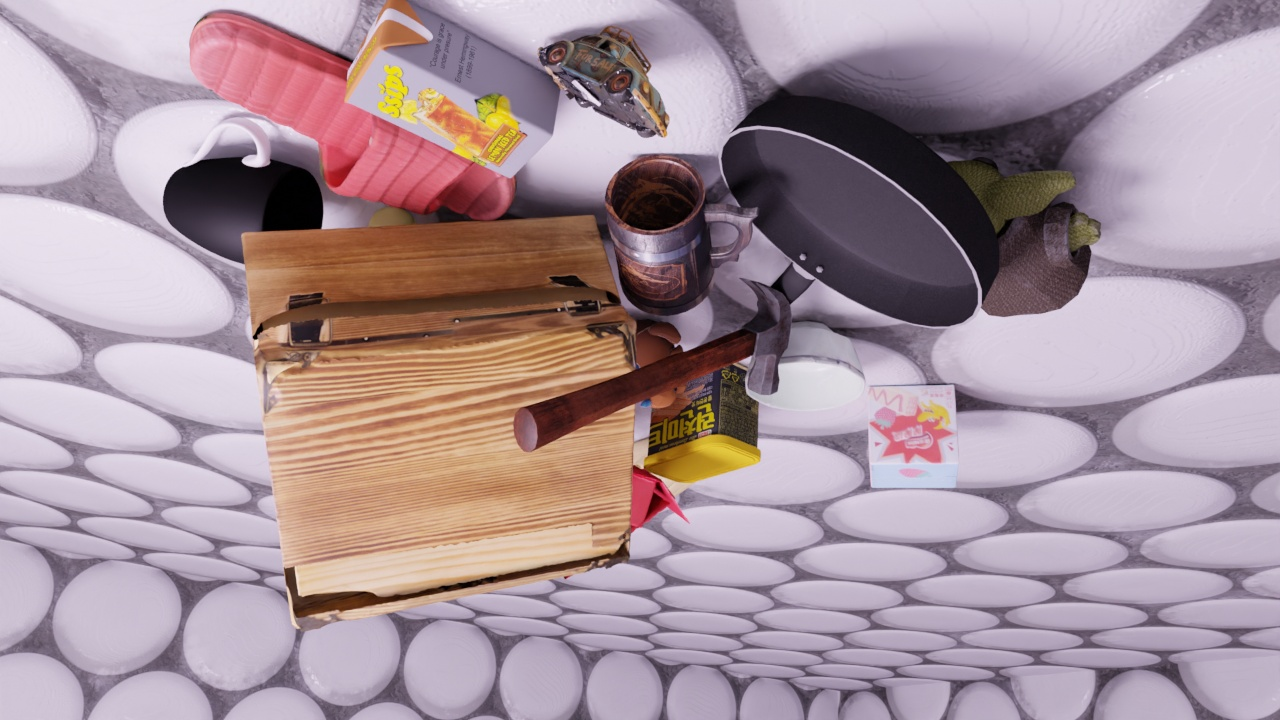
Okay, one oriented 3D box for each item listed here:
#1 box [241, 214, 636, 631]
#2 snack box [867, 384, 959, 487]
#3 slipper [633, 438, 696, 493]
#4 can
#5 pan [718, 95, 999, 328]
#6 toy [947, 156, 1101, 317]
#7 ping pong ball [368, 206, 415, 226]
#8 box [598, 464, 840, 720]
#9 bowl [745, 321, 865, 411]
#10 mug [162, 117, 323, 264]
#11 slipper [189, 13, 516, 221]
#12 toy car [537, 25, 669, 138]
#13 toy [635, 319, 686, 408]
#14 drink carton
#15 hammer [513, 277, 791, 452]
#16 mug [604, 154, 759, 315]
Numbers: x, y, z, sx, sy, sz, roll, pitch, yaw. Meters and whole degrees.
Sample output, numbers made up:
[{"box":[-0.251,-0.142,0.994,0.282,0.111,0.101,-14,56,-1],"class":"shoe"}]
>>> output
[{"box":[-0.152,0.044,0.729,0.278,0.263,0.270,-5,150,-20],"class":"box"},{"box":[0.299,0.084,1.009,0.093,0.094,0.079,-1,153,15],"class":"snack box"},{"box":[0.001,0.168,1.262,0.111,0.079,0.262,22,150,-37],"class":"slipper"},{"box":[0.069,0.068,1.014,0.072,0.100,0.131,24,149,-33],"class":"can"},{"box":[0.141,-0.087,0.696,0.204,0.044,0.356,37,171,2],"class":"pan"},{"box":[0.259,-0.092,0.677,0.152,0.078,0.180,29,159,-31],"class":"toy"},{"box":[-0.209,-0.110,0.775,0.040,0.040,0.040,4,154,2],"class":"ping pong ball"},{"box":[0.045,0.231,1.031,0.467,0.138,0.215,38,173,-12],"class":"box"},{"box":[0.162,0.000,0.904,0.117,0.061,0.118,5,155,2],"class":"bowl"},{"box":[-0.318,-0.134,0.720,0.100,0.084,0.119,12,126,11],"class":"mug"},{"box":[-0.200,-0.157,0.660,0.248,0.059,0.104,24,149,-31],"class":"slipper"},{"box":[-0.017,-0.180,0.577,0.112,0.047,0.047,37,178,37],"class":"toy car"},{"box":[-0.005,0.005,0.903,0.102,0.090,0.071,-5,161,-28],"class":"toy"},{"box":[-0.124,-0.179,0.609,0.124,0.048,0.076,21,150,-29],"class":"drink carton"},{"box":[0.023,0.009,0.709,0.028,0.111,0.299,26,-149,36],"class":"hammer"},{"box":[0.034,-0.094,0.712,0.116,0.079,0.107,8,154,11],"class":"mug"}]
